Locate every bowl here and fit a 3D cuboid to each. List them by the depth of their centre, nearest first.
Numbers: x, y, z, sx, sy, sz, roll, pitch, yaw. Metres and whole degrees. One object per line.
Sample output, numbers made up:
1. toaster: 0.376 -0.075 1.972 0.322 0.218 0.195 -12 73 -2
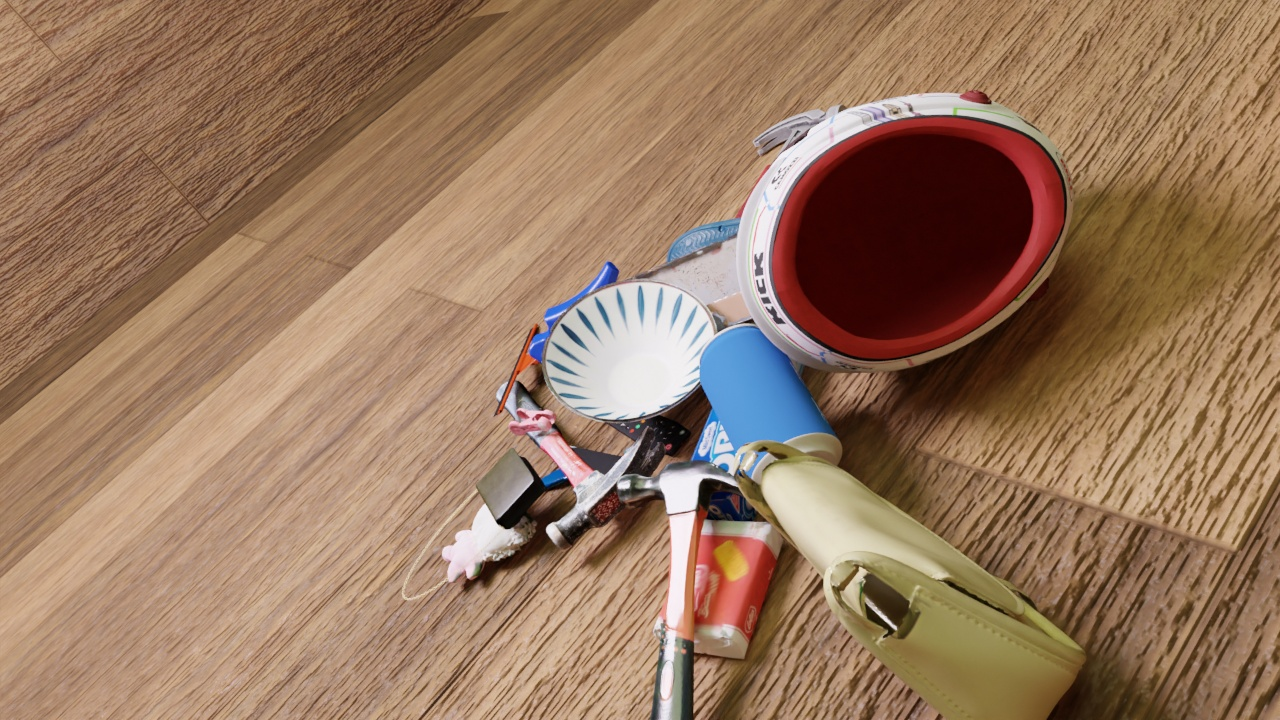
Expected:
1. bowl: -0.006 0.005 0.930 0.177 0.071 0.177 -7 52 9

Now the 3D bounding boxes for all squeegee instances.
1. squeegee: -0.088 -0.045 1.105 0.185 0.055 0.249 -49 14 22

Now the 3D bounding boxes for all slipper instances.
1. slipper: 0.133 -0.114 1.040 0.214 0.104 0.059 -12 -2 20

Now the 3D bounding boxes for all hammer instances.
1. hammer: 0.028 0.226 0.690 0.133 0.033 0.332 -13 51 27
2. hammer: -0.089 0.082 0.995 0.140 0.036 0.326 -40 30 -8
3. hammer: 0.163 -0.224 1.188 0.126 0.036 0.314 -3 42 41

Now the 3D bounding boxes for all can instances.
1. can: 0.106 0.042 0.777 0.079 0.079 0.146 -29 48 6

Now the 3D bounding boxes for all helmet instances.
1. helmet: 0.218 -0.111 0.823 0.314 0.231 0.236 -22 7 -8

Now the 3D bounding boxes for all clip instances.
1. clip: -0.114 0.062 0.995 0.058 0.022 0.037 -3 41 37

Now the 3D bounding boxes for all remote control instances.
1. remote control: 0.004 0.071 0.973 0.039 0.010 0.125 -46 36 -19

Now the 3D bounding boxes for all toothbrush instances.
1. toothbrush: -0.054 0.113 0.963 0.132 0.016 0.021 -19 32 20

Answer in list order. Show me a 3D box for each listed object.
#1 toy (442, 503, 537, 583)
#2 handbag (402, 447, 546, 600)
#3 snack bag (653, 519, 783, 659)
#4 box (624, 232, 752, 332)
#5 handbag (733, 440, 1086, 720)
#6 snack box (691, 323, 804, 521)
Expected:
1. toy: -0.157 0.182 0.941 0.109 0.041 0.095 -41 33 -1
2. handbag: -0.171 0.171 0.913 0.178 0.027 0.084 -46 34 -1
3. snack bag: 0.066 0.185 0.757 0.077 0.036 0.115 -4 43 35
4. box: 0.050 -0.065 0.997 0.217 0.096 0.104 -21 6 34
5. handbag: 0.169 0.140 0.615 0.088 0.191 0.233 -50 21 4
6. snack box: 0.101 0.058 0.870 0.059 0.059 0.225 -2 44 32
